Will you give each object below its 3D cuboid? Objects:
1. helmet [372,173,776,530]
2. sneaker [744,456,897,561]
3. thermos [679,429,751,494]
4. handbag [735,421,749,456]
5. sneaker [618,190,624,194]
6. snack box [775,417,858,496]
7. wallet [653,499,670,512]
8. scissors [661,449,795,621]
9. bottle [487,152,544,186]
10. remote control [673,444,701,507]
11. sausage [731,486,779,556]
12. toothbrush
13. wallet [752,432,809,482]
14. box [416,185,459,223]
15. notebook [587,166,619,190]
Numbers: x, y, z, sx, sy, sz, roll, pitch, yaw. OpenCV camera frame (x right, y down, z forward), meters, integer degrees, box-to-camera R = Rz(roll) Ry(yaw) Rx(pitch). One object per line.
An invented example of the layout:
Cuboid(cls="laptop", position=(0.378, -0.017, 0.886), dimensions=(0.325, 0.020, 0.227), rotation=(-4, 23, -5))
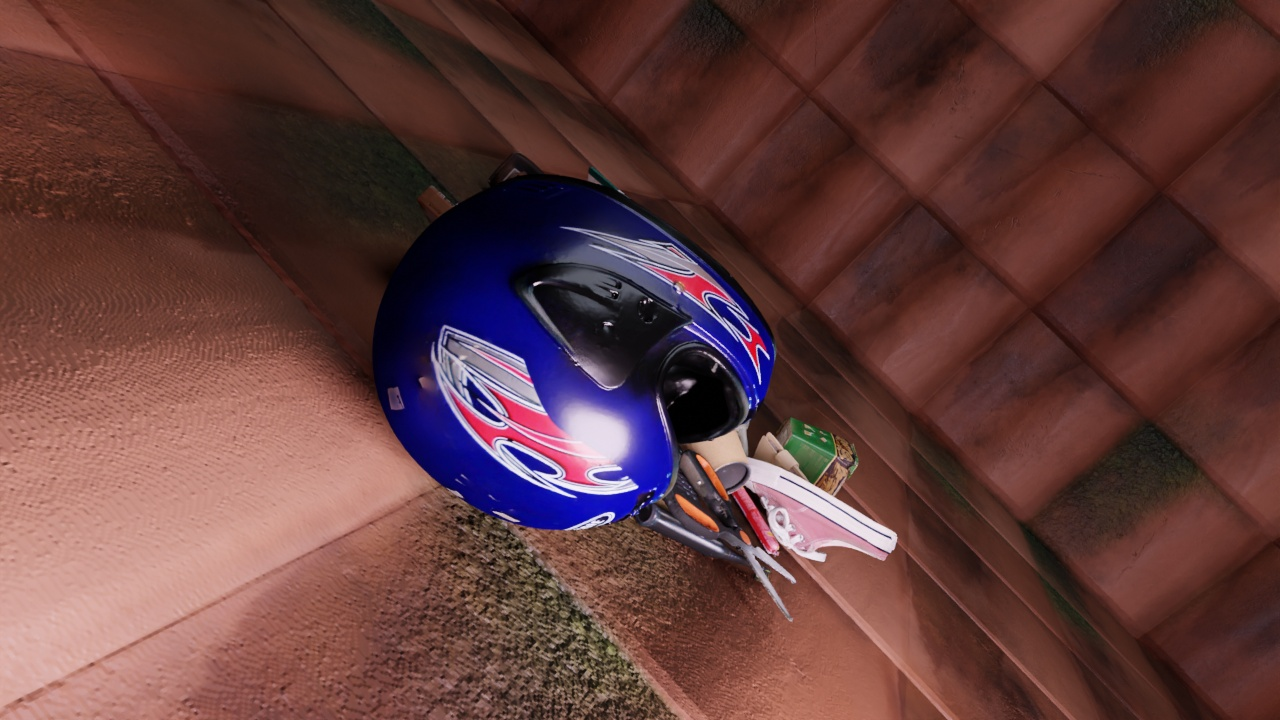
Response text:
Cuboid(cls="helmet", position=(-0.058, 0.017, 0.731), dimensions=(0.315, 0.248, 0.239), rotation=(33, 62, -15))
Cuboid(cls="sneaker", position=(0.210, 0.205, 1.199), dimensions=(0.241, 0.088, 0.118), rotation=(28, -4, 25))
Cuboid(cls="thermos", position=(0.084, 0.096, 1.150), dimensions=(0.093, 0.093, 0.143), rotation=(29, 24, -41))
Cuboid(cls="handbag", position=(0.121, 0.071, 1.339), dimensions=(0.178, 0.063, 0.163), rotation=(65, 17, 17))
Cuboid(cls="sneaker", position=(-0.070, -0.144, 1.247), dimensions=(0.091, 0.090, 0.241), rotation=(48, 50, -11))
Cuboid(cls="snack box", position=(0.248, 0.156, 1.388), dimensions=(0.105, 0.118, 0.117), rotation=(30, 17, -3))
Cuboid(cls="wallet", position=(-0.018, 0.115, 0.970), dimensions=(0.115, 0.033, 0.090), rotation=(32, 19, -45))
Cuboid(cls="scissors", position=(0.093, 0.183, 1.002), dimensions=(0.234, 0.022, 0.220), rotation=(34, 21, -40))
Cuboid(cls="bottle", position=(-0.148, -0.231, 1.425), dimensions=(0.195, 0.080, 0.044), rotation=(47, 16, -1))
Cuboid(cls="remote control", position=(0.039, 0.133, 1.071), dimensions=(0.053, 0.024, 0.136), rotation=(37, 18, -26))
Cuboid(cls="sausage", position=(0.139, 0.190, 1.179), dimensions=(0.020, 0.020, 0.155), rotation=(27, 23, -45))
Cuboid(cls="toothbrush", position=(0.075, 0.201, 0.991), dimensions=(0.212, 0.026, 0.027), rotation=(33, 54, -36))
Cuboid(cls="wallet", position=(0.201, 0.164, 1.300), dimensions=(0.024, 0.087, 0.115), rotation=(-16, 53, -26))
Cuboid(cls="box", position=(-0.159, -0.103, 1.024), dimensions=(0.179, 0.110, 0.259), rotation=(43, 16, -2))
Cuboid(cls="notebook", position=(-0.054, -0.197, 1.412), dimensions=(0.012, 0.151, 0.209), rotation=(-1, 27, -23))
